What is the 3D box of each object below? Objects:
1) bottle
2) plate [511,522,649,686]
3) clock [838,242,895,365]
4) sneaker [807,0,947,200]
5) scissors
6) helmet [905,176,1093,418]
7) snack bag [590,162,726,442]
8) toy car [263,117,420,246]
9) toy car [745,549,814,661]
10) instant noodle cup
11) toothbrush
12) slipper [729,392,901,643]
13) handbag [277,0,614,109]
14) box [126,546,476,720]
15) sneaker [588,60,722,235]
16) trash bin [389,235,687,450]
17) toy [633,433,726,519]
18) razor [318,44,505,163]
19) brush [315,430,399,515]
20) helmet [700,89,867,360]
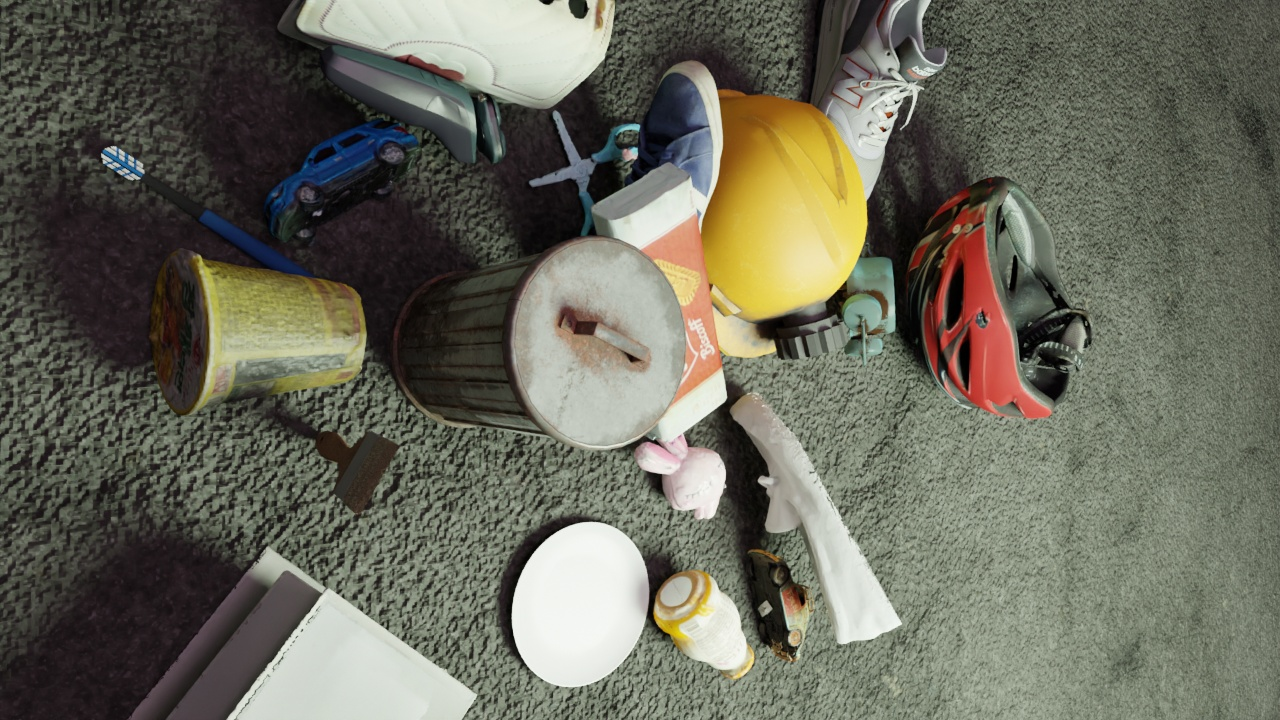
[{"bbox_3d":[0.060,0.238,0.816,0.063,0.063,0.108,-49,118,-26],"label":"bottle"},{"bbox_3d":[-0.050,0.202,0.766,0.134,0.011,0.134,0,89,-36],"label":"plate"},{"bbox_3d":[0.226,-0.053,0.916,0.090,0.053,0.124,68,23,-52],"label":"clock"},{"bbox_3d":[0.237,-0.274,0.910,0.088,0.124,0.239,1,89,-36],"label":"sneaker"},{"bbox_3d":[-0.035,-0.151,0.781,0.134,0.015,0.135,-24,104,-30],"label":"scissors"},{"bbox_3d":[0.377,-0.063,0.981,0.216,0.167,0.272,-49,123,-42],"label":"helmet"},{"bbox_3d":[0.019,-0.036,0.710,0.077,0.041,0.225,-35,133,-24],"label":"snack bag"},{"bbox_3d":[-0.207,-0.125,0.630,0.043,0.056,0.119,48,56,-1],"label":"toy car"},{"bbox_3d":[0.138,0.229,0.881,0.047,0.047,0.112,-19,101,-33],"label":"toy car"},{"bbox_3d":[-0.240,-0.019,0.584,0.108,0.102,0.102,-2,91,-45],"label":"instant noodle cup"},{"bbox_3d":[-0.272,-0.085,0.605,0.167,0.014,0.014,37,80,-30],"label":"toothbrush"},{"bbox_3d":[0.151,0.143,0.847,0.074,0.112,0.246,-26,84,-8],"label":"slipper"},{"bbox_3d":[-0.133,-0.245,0.631,0.198,0.142,0.096,9,86,-35],"label":"handbag"},{"bbox_3d":[-0.304,0.244,0.708,0.171,0.405,0.168,47,63,-27],"label":"box"},{"bbox_3d":[-0.013,-0.114,0.730,0.118,0.091,0.233,-16,125,-31],"label":"sneaker"},{"bbox_3d":[-0.073,-0.010,0.626,0.130,0.212,0.131,0,89,-36],"label":"trash bin"},{"bbox_3d":[0.040,0.096,0.812,0.110,0.047,0.063,44,57,-24],"label":"toy"},{"bbox_3d":[-0.153,-0.177,0.631,0.142,0.047,0.052,14,125,-43],"label":"razor"},{"bbox_3d":[-0.188,0.060,0.584,0.008,0.143,0.045,34,79,-30],"label":"brush"},{"bbox_3d":[0.132,-0.131,0.829,0.204,0.132,0.255,-21,101,-34],"label":"helmet"}]
